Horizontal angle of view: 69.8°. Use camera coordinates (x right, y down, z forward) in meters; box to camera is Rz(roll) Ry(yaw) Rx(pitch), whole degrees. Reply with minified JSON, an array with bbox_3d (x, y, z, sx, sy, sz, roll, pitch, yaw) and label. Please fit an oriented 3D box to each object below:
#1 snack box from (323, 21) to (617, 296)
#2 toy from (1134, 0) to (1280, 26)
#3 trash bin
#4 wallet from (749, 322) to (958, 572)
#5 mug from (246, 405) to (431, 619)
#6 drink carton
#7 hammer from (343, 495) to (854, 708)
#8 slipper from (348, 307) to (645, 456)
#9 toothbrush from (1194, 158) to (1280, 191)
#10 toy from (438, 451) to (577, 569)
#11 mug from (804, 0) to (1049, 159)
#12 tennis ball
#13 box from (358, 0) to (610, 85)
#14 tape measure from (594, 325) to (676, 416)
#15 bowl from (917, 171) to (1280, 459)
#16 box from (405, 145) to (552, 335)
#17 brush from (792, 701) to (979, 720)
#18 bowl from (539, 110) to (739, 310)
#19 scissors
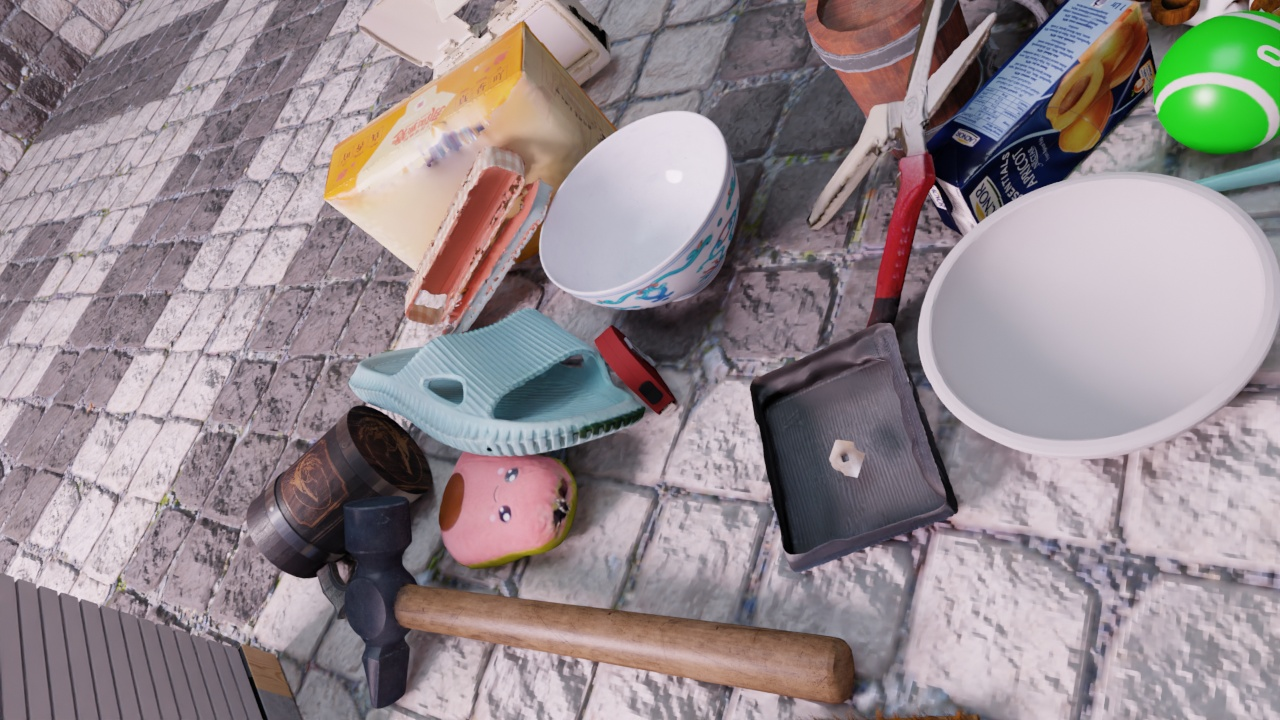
[{"bbox_3d":[-0.122,-0.140,0.708,0.196,0.145,0.080,-24,48,24],"label":"snack box"},{"bbox_3d":[0.309,-0.202,0.467,0.113,0.067,0.087,13,65,30],"label":"toy"},{"bbox_3d":[-0.342,0.242,0.539,0.142,0.247,0.142,-50,43,-2],"label":"trash bin"},{"bbox_3d":[0.107,0.045,0.480,0.089,0.026,0.114,-25,48,23],"label":"wallet"},{"bbox_3d":[-0.210,0.110,0.662,0.107,0.080,0.115,-40,70,11],"label":"mug"},{"bbox_3d":[0.210,-0.128,0.492,0.130,0.064,0.040,-46,43,4],"label":"drink carton"},{"bbox_3d":[-0.041,0.149,0.503,0.322,0.040,0.129,-2,93,31],"label":"hammer"},{"bbox_3d":[-0.115,0.007,0.628,0.115,0.069,0.277,-22,22,-39],"label":"slipper"},{"bbox_3d":[0.286,-0.089,0.441,0.181,0.016,0.016,-9,47,35],"label":"toothbrush"},{"bbox_3d":[-0.082,0.088,0.583,0.110,0.051,0.089,-7,60,37],"label":"toy"},{"bbox_3d":[0.170,-0.183,0.528,0.118,0.111,0.081,-24,49,24],"label":"mug"},{"bbox_3d":[0.282,-0.132,0.437,0.065,0.065,0.065,-21,50,26],"label":"tennis ball"},{"bbox_3d":[-0.130,-0.269,0.778,0.144,0.180,0.080,-29,47,29],"label":"box"},{"bbox_3d":[-0.003,0.003,0.580,0.019,0.051,0.059,-42,43,7],"label":"tape measure"},{"bbox_3d":[0.210,-0.016,0.429,0.150,0.043,0.149,-21,50,26],"label":"bowl"},{"bbox_3d":[-0.127,-0.075,0.683,0.188,0.056,0.067,-49,58,42],"label":"box"},{"bbox_3d":[0.123,0.171,0.386,0.127,0.017,0.048,-16,52,30],"label":"brush"},{"bbox_3d":[0.012,-0.086,0.614,0.144,0.074,0.143,-21,50,26],"label":"bowl"},{"bbox_3d":[0.132,-0.101,0.499,0.179,0.015,0.198,-152,61,-73],"label":"scissors"}]
